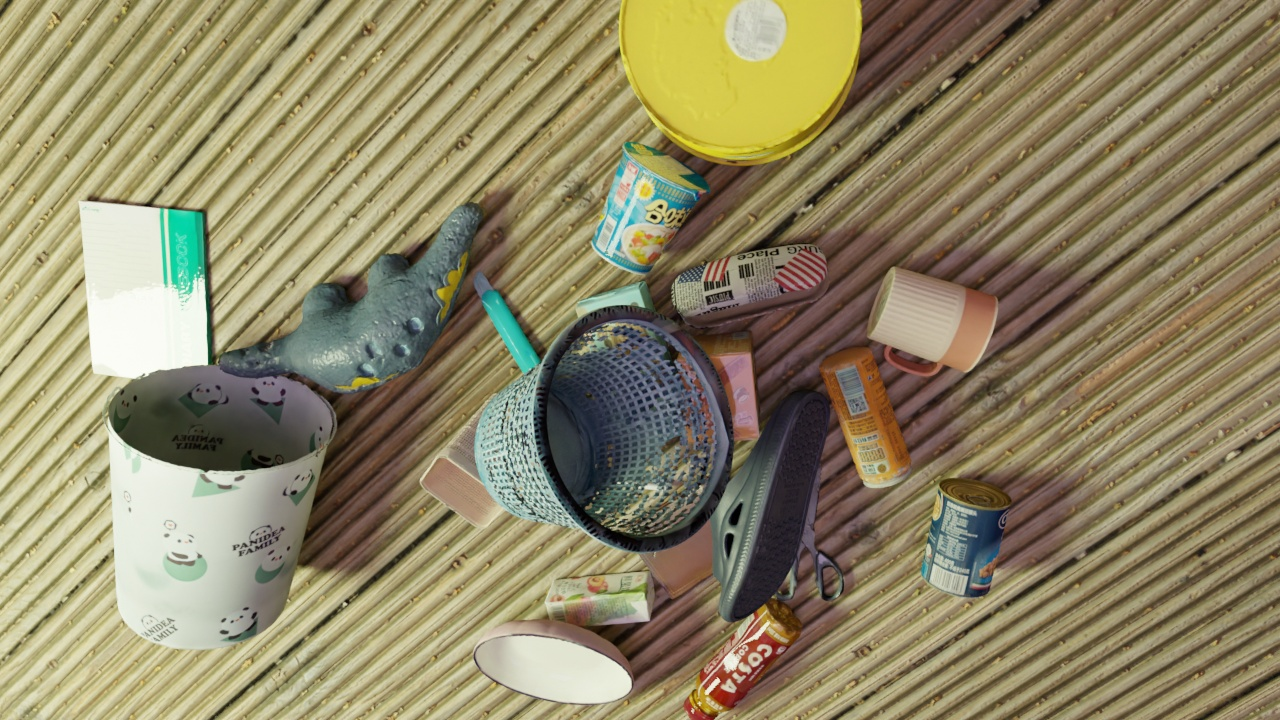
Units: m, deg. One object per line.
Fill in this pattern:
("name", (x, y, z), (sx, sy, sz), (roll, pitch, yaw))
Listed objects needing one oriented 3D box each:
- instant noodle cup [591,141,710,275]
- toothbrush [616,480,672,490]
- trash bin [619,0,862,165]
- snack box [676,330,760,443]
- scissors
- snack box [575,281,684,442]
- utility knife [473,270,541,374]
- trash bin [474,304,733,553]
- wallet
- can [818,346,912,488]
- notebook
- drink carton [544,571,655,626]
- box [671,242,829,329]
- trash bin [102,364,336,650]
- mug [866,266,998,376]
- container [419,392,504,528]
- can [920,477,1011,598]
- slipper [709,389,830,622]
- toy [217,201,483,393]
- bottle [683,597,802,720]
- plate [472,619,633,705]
("instant noodle cup", (0.003, -0.151, 0.940), (0.099, 0.099, 0.110), (29, 114, -1))
("toothbrush", (-0.053, 0.136, 1.065), (0.180, 0.016, 0.016), (5, 100, 7))
("trash bin", (0.088, -0.281, 0.805), (0.230, 0.254, 0.230), (2, 105, 7))
("snack box", (0.085, 0.027, 0.975), (0.077, 0.092, 0.094), (-5, 105, 9))
("scissors", (0.195, 0.203, 1.055), (0.163, 0.014, 0.165), (39, 104, -3))
("snack box", (-0.006, 0.006, 1.003), (0.074, 0.051, 0.175), (-16, 103, 12))
("utility knife", (-0.139, -0.024, 1.033), (0.029, 0.013, 0.174), (-29, 97, 12))
("trash bin", (-0.055, 0.076, 0.902), (0.196, 0.225, 0.226), (-17, 106, 51))
("wallet", (0.056, 0.204, 1.062), (0.125, 0.032, 0.101), (-35, 96, 14))
("can", (0.242, 0.060, 0.983), (0.058, 0.058, 0.146), (-20, 102, 12))
("notebook", (-0.577, -0.076, 1.076), (0.150, 0.012, 0.209), (6, 106, 5))
("drink carton", (-0.046, 0.285, 1.086), (0.122, 0.053, 0.045), (-7, 106, 10))
("box", (0.112, -0.080, 0.947), (0.163, 0.086, 0.076), (-12, 93, 12))
("trash bin", (-0.476, 0.166, 1.029), (0.229, 0.229, 0.252), (17, 113, 2))
("mug", (0.292, -0.033, 0.946), (0.106, 0.081, 0.115), (19, 136, 4))
("container", (-0.167, 0.107, 1.011), (0.090, 0.110, 0.090), (37, 140, -5))
("can", (0.352, 0.193, 0.997), (0.075, 0.075, 0.111), (8, 107, 5))
("slipper", (0.131, 0.153, 1.009), (0.083, 0.110, 0.268), (22, 99, 39))
("toy", (-0.304, -0.039, 1.011), (0.357, 0.091, 0.138), (-26, 88, 11))
("bottle", (0.116, 0.359, 1.083), (0.057, 0.057, 0.175), (36, 107, -3))
("plate", (-0.100, 0.352, 1.086), (0.192, 0.038, 0.193), (7, 139, 6))
